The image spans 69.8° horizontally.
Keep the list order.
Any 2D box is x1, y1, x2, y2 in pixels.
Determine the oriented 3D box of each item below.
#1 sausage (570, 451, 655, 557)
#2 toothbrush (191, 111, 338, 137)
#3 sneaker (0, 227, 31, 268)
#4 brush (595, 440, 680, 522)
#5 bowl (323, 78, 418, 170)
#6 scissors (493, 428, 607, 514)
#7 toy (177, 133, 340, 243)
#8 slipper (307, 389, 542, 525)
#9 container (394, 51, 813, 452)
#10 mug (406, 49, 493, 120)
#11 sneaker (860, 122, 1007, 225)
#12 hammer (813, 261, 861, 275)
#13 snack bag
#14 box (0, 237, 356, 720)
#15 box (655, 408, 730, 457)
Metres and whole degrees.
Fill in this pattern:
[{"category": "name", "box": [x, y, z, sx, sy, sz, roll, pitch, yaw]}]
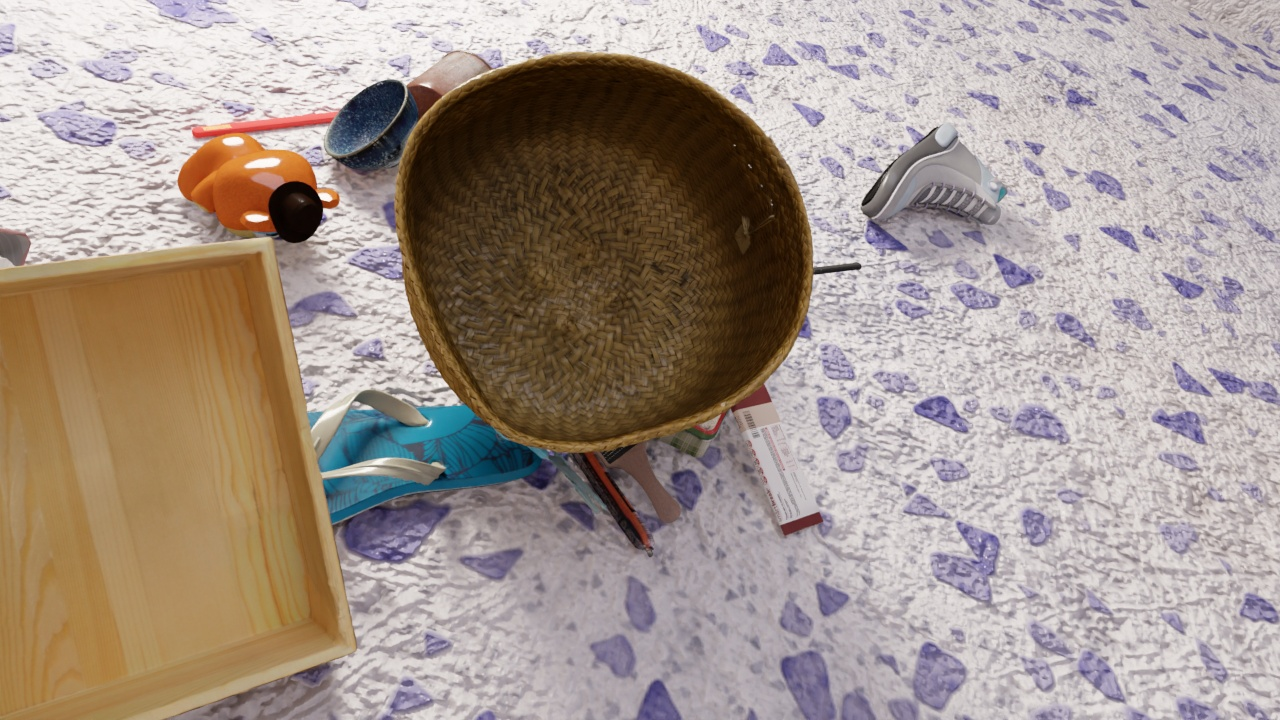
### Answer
[{"category": "sausage", "box": [-0.032, 0.110, 0.812, 0.020, 0.020, 0.155, -17, 56, -34]}, {"category": "toothbrush", "box": [-0.399, -0.276, 1.045, 0.212, 0.018, 0.012, -18, 57, -34]}, {"category": "sneaker", "box": [-0.504, -0.029, 0.705, 0.089, 0.099, 0.236, -18, 53, -17]}, {"category": "brush", "box": [-0.008, 0.088, 0.828, 0.050, 0.015, 0.135, -38, 71, 6]}, {"category": "bowl", "box": [-0.288, -0.251, 1.023, 0.115, 0.061, 0.114, -17, 51, 23]}, {"category": "scissors", "box": [-0.079, 0.084, 0.796, 0.141, 0.015, 0.075, 47, 29, 23]}, {"category": "toy", "box": [-0.373, -0.169, 0.897, 0.176, 0.096, 0.111, 20, 35, 41]}, {"category": "slipper", "box": [-0.215, 0.070, 0.750, 0.294, 0.060, 0.118, -7, 46, -30]}, {"category": "container", "box": [-0.037, -0.076, 0.749, 0.307, 0.197, 0.307, 1, 85, -10]}, {"category": "mug", "box": [-0.243, -0.308, 1.097, 0.123, 0.096, 0.110, 2, 33, 25]}, {"category": "sneaker", "box": [0.422, -0.229, 1.283, 0.160, 0.093, 0.255, 42, 48, 8]}, {"category": "hammer", "box": [0.120, -0.095, 1.045, 0.324, 0.015, 0.095, -9, 26, -28]}, {"category": "snack bag", "box": [0.123, 0.085, 0.869, 0.056, 0.013, 0.158, -11, 71, -38]}, {"category": "box", "box": [-0.289, 0.082, 0.447, 0.285, 0.337, 0.279, -13, 98, -29]}, {"category": "box", "box": [-0.005, 0.005, 0.905, 0.205, 0.051, 0.117, 27, 43, 6]}]
